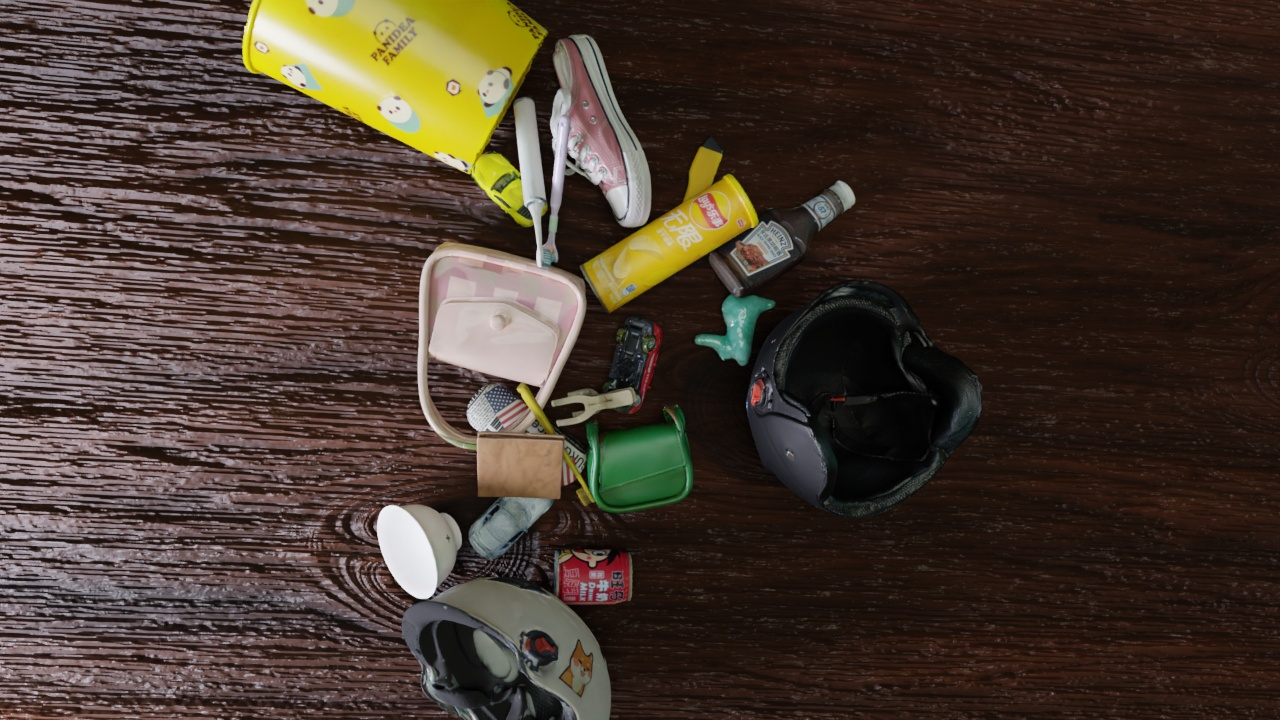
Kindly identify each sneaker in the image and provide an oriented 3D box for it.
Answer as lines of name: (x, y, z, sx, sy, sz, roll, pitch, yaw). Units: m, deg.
sneaker: (-0.063, -0.265, 1.083, 0.087, 0.118, 0.241, -20, 90, -23)

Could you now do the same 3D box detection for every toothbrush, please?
toothbrush: (-0.099, -0.198, 1.072, 0.029, 0.021, 0.190, 19, 128, 9)
toothbrush: (-0.126, -0.209, 1.075, 0.026, 0.027, 0.220, 2, 69, -28)
toothbrush: (-0.100, 0.103, 1.089, 0.016, 0.015, 0.190, -29, 120, -3)

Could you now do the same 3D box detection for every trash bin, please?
trash bin: (-0.255, -0.349, 1.002, 0.255, 0.229, 0.229, 29, 89, -13)

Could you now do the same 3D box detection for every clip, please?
clip: (-0.064, 0.055, 1.102, 0.095, 0.102, 0.035, -17, 97, -42)

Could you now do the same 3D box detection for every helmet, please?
helmet: (0.236, 0.045, 1.074, 0.233, 0.230, 0.275, -16, 96, -20)
helmet: (-0.135, 0.356, 1.073, 0.156, 0.231, 0.274, -36, 94, -46)

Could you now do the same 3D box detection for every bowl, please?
bowl: (-0.255, 0.217, 1.101, 0.064, 0.119, 0.118, -23, 97, -45)

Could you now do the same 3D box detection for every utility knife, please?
utility knife: (0.066, -0.203, 1.146, 0.033, 0.015, 0.156, 20, 92, -1)

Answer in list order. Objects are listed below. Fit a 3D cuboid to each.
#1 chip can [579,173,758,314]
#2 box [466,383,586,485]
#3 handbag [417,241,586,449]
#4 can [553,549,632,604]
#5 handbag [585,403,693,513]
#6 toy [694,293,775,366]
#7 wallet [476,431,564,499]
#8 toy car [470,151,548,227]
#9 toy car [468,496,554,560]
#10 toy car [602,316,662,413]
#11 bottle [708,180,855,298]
chip can: (0.034, -0.140, 1.104, 0.213, 0.072, 0.072, -30, 96, 2)
box: (-0.138, 0.091, 1.129, 0.164, 0.052, 0.068, 39, 73, -8)
handbag: (-0.177, -0.011, 1.083, 0.193, 0.093, 0.234, 14, 88, -6)
can: (-0.059, 0.267, 1.132, 0.093, 0.066, 0.066, 1, 93, -7)
handbag: (-0.002, 0.119, 1.118, 0.131, 0.068, 0.120, -8, 107, -7)
toy: (0.118, -0.039, 1.155, 0.096, 0.030, 0.092, 7, 90, -1)
wallet: (-0.141, 0.124, 1.078, 0.101, 0.020, 0.115, 2, 137, -5)
toy car: (-0.159, -0.208, 1.110, 0.105, 0.032, 0.048, 44, 88, -6)
toy car: (-0.159, 0.191, 1.133, 0.120, 0.037, 0.054, -45, 96, -6)
toy car: (-0.007, 0.007, 1.129, 0.053, 0.045, 0.120, 21, 95, 36)
bottle: (0.181, -0.157, 1.145, 0.194, 0.044, 0.080, -34, 81, -7)
